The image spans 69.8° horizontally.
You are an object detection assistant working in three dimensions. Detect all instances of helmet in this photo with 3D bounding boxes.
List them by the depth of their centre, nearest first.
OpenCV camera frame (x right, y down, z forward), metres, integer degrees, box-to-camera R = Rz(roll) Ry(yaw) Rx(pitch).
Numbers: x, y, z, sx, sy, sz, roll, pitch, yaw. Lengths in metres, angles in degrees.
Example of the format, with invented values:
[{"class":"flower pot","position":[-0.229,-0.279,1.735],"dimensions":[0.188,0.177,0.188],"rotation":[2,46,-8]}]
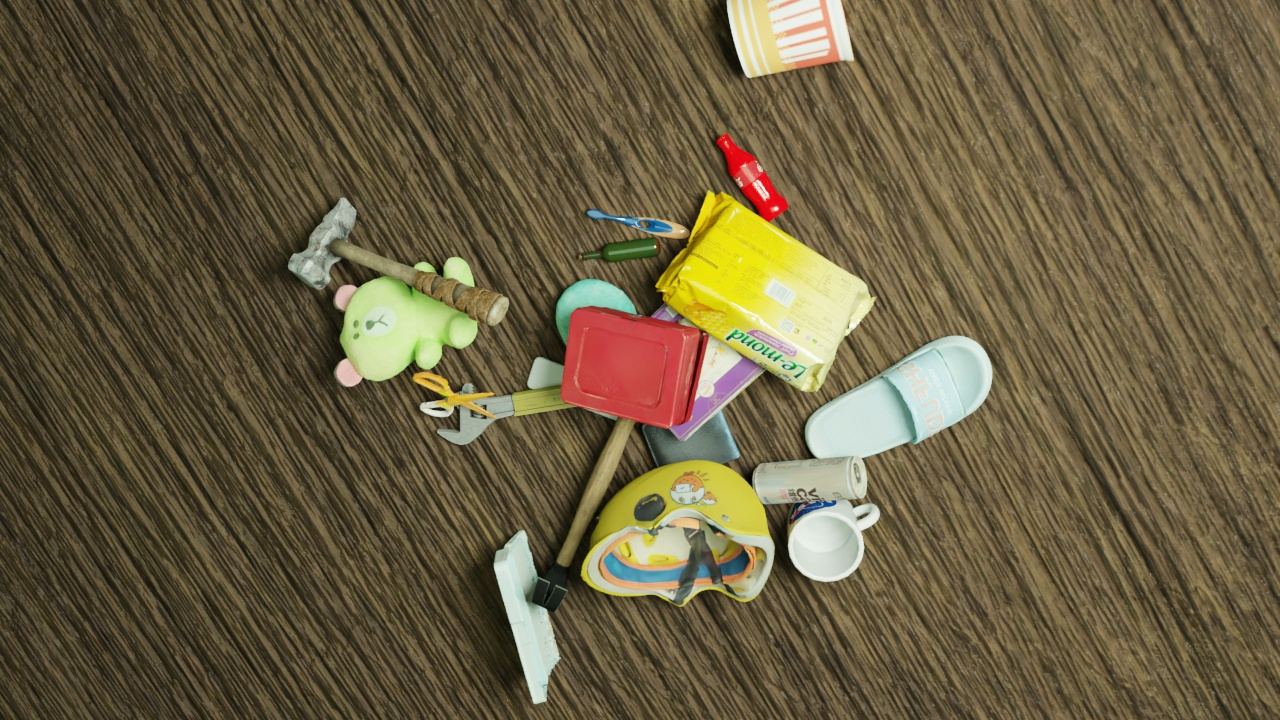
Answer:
[{"class":"helmet","position":[0.047,0.206,1.161],"dimensions":[0.240,0.139,0.209],"rotation":[-6,139,10]}]

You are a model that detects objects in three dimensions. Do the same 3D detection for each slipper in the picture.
[{"class":"slipper","position":[0.321,0.061,1.140],"dimensions":[0.246,0.074,0.104],"rotation":[-28,96,14]}]

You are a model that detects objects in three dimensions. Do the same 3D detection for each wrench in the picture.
[{"class":"wrench","position":[-0.149,0.060,1.227],"dimensions":[0.274,0.018,0.084],"rotation":[-8,104,13]}]

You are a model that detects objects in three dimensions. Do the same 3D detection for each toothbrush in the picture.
[{"class":"toothbrush","position":[-0.003,-0.176,1.174],"dimensions":[0.135,0.017,0.021],"rotation":[12,105,3]}]

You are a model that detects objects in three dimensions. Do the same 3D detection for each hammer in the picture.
[{"class":"hammer","position":[-0.295,-0.110,1.138],"dimensions":[0.319,0.049,0.121],"rotation":[22,72,25]},{"class":"hammer","position":[-0.065,0.183,1.201],"dimensions":[0.040,0.132,0.305],"rotation":[24,96,1]}]

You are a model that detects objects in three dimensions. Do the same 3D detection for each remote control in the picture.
[{"class":"remote control","position":[-0.078,0.039,1.226],"dimensions":[0.147,0.008,0.045],"rotation":[20,103,4]}]

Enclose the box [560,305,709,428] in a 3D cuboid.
[{"class":"box","position":[-0.009,0.006,1.122],"dimensions":[0.158,0.092,0.129],"rotation":[12,100,17]}]

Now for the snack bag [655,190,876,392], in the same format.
[{"class":"snack bag","position":[0.151,-0.086,1.105],"dimensions":[0.247,0.068,0.159],"rotation":[32,70,1]}]

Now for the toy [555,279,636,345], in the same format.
[{"class":"toy","position":[-0.066,-0.063,1.195],"dimensions":[0.105,0.033,0.085],"rotation":[-33,105,12]}]

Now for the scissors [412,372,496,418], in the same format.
[{"class":"scissors","position":[-0.247,0.053,1.206],"dimensions":[0.125,0.011,0.128],"rotation":[29,142,-23]}]

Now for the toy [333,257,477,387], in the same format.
[{"class":"toy","position":[-0.300,-0.051,1.196],"dimensions":[0.197,0.107,0.150],"rotation":[-11,79,19]}]

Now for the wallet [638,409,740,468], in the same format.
[{"class":"wallet","position":[0.063,0.106,1.209],"dimensions":[0.115,0.026,0.089],"rotation":[-23,95,11]}]

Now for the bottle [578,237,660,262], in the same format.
[{"class":"bottle","position":[-0.028,-0.140,1.177],"dimensions":[0.106,0.025,0.025],"rotation":[-7,99,9]}]

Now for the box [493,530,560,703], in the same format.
[{"class":"box","position":[-0.152,0.339,1.226],"dimensions":[0.041,0.134,0.197],"rotation":[-13,98,2]}]

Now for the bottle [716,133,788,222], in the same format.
[{"class":"bottle","position":[0.135,-0.227,1.132],"dimensions":[0.036,0.036,0.119],"rotation":[-36,93,12]}]

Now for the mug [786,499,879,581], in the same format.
[{"class":"mug","position":[0.248,0.215,1.170],"dimensions":[0.121,0.090,0.091],"rotation":[-26,96,12]}]

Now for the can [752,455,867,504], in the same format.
[{"class":"can","position":[0.213,0.152,1.161],"dimensions":[0.136,0.054,0.054],"rotation":[-9,100,31]}]

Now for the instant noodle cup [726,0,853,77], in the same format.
[{"class":"instant noodle cup","position":[0.172,-0.391,1.060],"dimensions":[0.121,0.123,0.123],"rotation":[-12,98,18]}]

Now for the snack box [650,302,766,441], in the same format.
[{"class":"snack box","position":[0.060,0.002,1.168],"dimensions":[0.143,0.040,0.148],"rotation":[-43,80,13]}]
